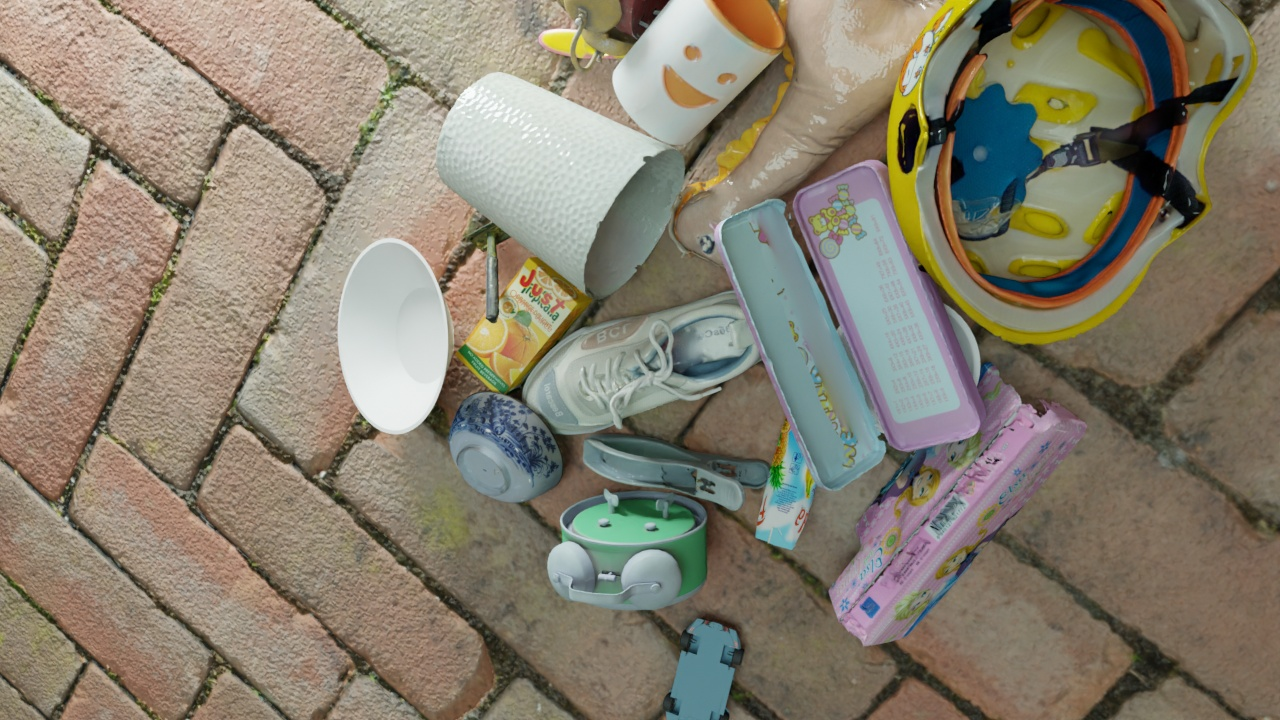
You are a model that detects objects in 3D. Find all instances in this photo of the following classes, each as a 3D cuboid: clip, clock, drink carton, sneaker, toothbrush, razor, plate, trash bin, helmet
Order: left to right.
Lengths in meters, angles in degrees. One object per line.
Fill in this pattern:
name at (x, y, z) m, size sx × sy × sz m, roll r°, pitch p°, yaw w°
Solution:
plate at (-0.212, -0.022, 0.831) m, size 0.174 × 0.036 × 0.174 m, roll 3°, pitch 95°, yaw 42°
razor at (-0.127, -0.075, 0.787) m, size 0.043 × 0.026 × 0.105 m, roll -23°, pitch 51°, yaw 20°
drink carton at (-0.101, -0.032, 0.808) m, size 0.058 × 0.041 × 0.123 m, roll 43°, pitch 110°, yaw 7°
trash bin at (-0.068, -0.146, 0.733) m, size 0.161 × 0.133 × 0.133 m, roll 33°, pitch 109°, yaw 16°
toothbrush at (-0.023, -0.255, 0.751) m, size 0.135 × 0.016 × 0.021 m, roll 14°, pitch 109°, yaw 16°
clock at (-0.011, 0.155, 0.748) m, size 0.122 × 0.161 × 0.075 m, roll 2°, pitch 102°, yaw 18°
clock at (-0.007, -0.287, 0.683) m, size 0.081 × 0.117 × 0.159 m, roll 29°, pitch 93°, yaw 8°
sneaker at (-0.004, 0.004, 0.756) m, size 0.243 × 0.090 × 0.089 m, roll -20°, pitch 94°, yaw 22°
clip at (0.031, 0.088, 0.781) m, size 0.162 × 0.090 × 0.027 m, roll 13°, pitch 105°, yaw 30°
drink carton at (0.127, 0.091, 0.753) m, size 0.039 × 0.044 × 0.129 m, roll 17°, pitch 104°, yaw 15°
helmet at (0.251, -0.143, 0.607) m, size 0.209 × 0.139 × 0.240 m, roll 11°, pitch 106°, yaw -14°

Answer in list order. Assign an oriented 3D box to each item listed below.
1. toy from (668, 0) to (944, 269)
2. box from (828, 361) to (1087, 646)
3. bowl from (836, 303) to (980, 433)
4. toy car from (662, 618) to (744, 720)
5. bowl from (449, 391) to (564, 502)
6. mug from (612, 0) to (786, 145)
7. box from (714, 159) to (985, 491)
toy at (0.104, -0.198, 0.703) m, size 0.265 × 0.065 × 0.196 m, roll -40°, pitch 76°, yaw 28°
box at (0.227, 0.110, 0.713) m, size 0.090 × 0.084 × 0.231 m, roll 48°, pitch 114°, yaw 35°
bowl at (0.203, 0.000, 0.710) m, size 0.110 × 0.040 × 0.110 m, roll 4°, pitch 102°, yaw 18°
toy car at (0.059, 0.283, 0.822) m, size 0.060 × 0.027 × 0.108 m, roll 14°, pitch 95°, yaw 16°
bowl at (-0.128, 0.086, 0.814) m, size 0.114 × 0.045 × 0.114 m, roll 17°, pitch 129°, yaw 22°
mug at (0.041, -0.222, 0.670) m, size 0.082 × 0.082 × 0.106 m, roll 53°, pitch 130°, yaw 3°
box at (0.149, -0.025, 0.666) m, size 0.140 × 0.062 × 0.214 m, roll -23°, pitch 94°, yaw 3°
